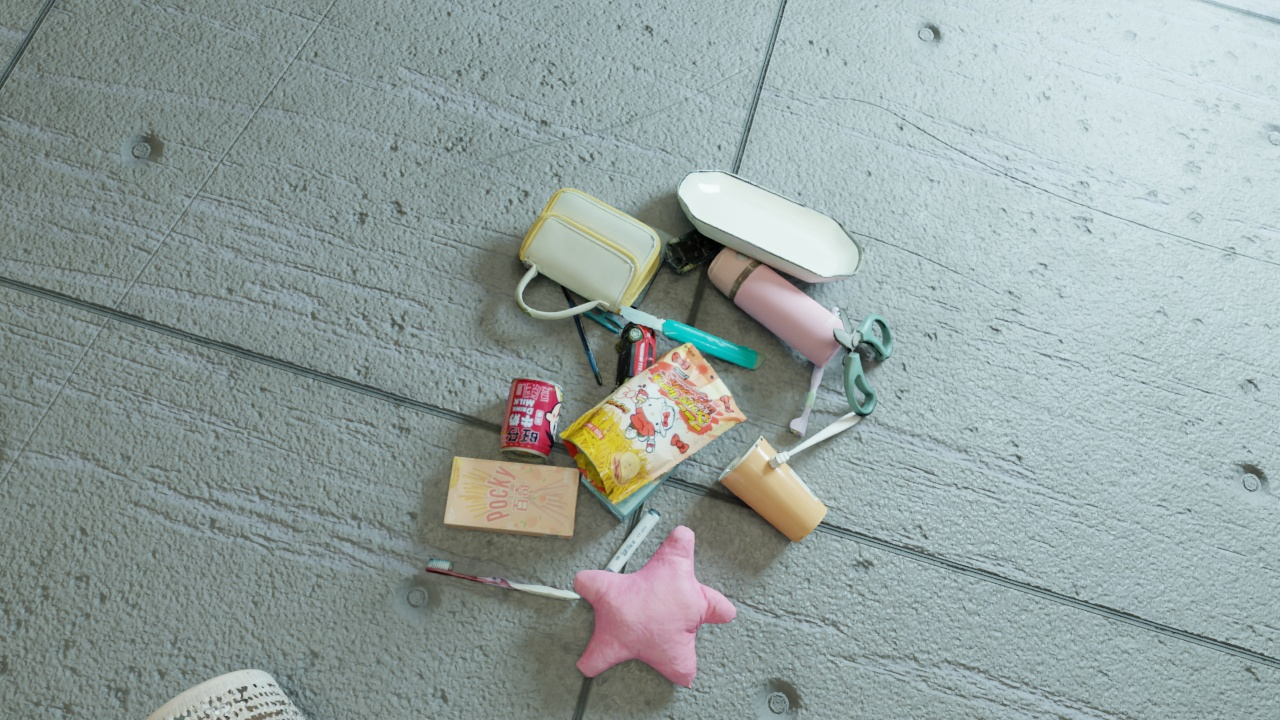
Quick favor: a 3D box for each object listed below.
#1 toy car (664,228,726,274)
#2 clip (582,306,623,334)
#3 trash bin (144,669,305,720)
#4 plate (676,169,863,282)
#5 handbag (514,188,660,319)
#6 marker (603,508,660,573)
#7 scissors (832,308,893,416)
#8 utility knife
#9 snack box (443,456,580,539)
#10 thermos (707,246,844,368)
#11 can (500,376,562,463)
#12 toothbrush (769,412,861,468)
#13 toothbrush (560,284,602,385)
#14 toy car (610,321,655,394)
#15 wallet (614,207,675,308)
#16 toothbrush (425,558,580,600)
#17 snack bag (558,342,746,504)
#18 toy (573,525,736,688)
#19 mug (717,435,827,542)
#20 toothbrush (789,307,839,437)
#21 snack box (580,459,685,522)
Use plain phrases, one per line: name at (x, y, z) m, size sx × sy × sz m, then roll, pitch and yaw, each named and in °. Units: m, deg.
toy car at (0.076, -0.152, 1.240) m, size 0.105 × 0.031 × 0.049 m, roll -27°, pitch 88°, yaw -26°
clip at (-0.048, -0.055, 1.212) m, size 0.057 × 0.015 × 0.048 m, roll 34°, pitch 70°, yaw 8°
trash bin at (-0.410, 0.436, 0.930) m, size 0.227 × 0.228 × 0.192 m, roll -33°, pitch 65°, yaw -14°
plate at (0.169, -0.176, 1.231) m, size 0.266 × 0.034 × 0.161 m, roll 24°, pitch 39°, yaw 2°
handbag at (-0.079, -0.122, 1.192) m, size 0.163 × 0.063 × 0.178 m, roll 30°, pitch 74°, yaw 9°
marker at (-0.018, 0.236, 1.117) m, size 0.022 × 0.018 × 0.130 m, roll 40°, pitch 74°, yaw -1°
scissors at (0.276, 0.005, 1.163) m, size 0.019 × 0.177 × 0.169 m, roll 8°, pitch 86°, yaw 37°
utility knife at (0.069, -0.030, 1.190) m, size 0.209 × 0.013 × 0.029 m, roll 21°, pitch 71°, yaw -15°
snack box at (-0.156, 0.168, 1.123) m, size 0.157 × 0.026 × 0.084 m, roll 6°, pitch 71°, yaw -3°
thermos at (0.184, -0.078, 1.209) m, size 0.198 × 0.067 × 0.087 m, roll 39°, pitch 44°, yaw 17°
can at (-0.136, 0.074, 1.134) m, size 0.066 × 0.067 × 0.093 m, roll 10°, pitch 71°, yaw -2°
toothbrush at (0.223, 0.096, 1.146) m, size 0.179 × 0.016 × 0.016 m, roll -22°, pitch 77°, yaw -38°
toothbrush at (-0.080, -0.053, 1.209) m, size 0.016 × 0.014 × 0.189 m, roll -13°, pitch 72°, yaw -26°
toy car at (-0.007, 0.007, 1.174) m, size 0.045 × 0.053 × 0.120 m, roll 16°, pitch 66°, yaw -17°
wallet at (-0.020, -0.138, 1.241) m, size 0.097 × 0.019 × 0.120 m, roll 27°, pitch 73°, yaw 6°
toothbrush at (-0.164, 0.263, 1.098) m, size 0.187 × 0.016 × 0.017 m, roll 11°, pitch 61°, yaw 0°
snack bag at (0.015, 0.074, 1.101) m, size 0.207 × 0.073 × 0.128 m, roll -34°, pitch 74°, yaw -21°
toy at (0.011, 0.306, 1.070) m, size 0.194 × 0.075 × 0.178 m, roll -25°, pitch 86°, yaw -9°
mug at (0.166, 0.161, 1.130) m, size 0.123 × 0.078 × 0.078 m, roll 43°, pitch 73°, yaw 4°
toothbrush at (0.233, 0.011, 1.212) m, size 0.029 × 0.021 × 0.188 m, roll 35°, pitch 66°, yaw -33°
snack box at (0.012, 0.114, 1.141) m, size 0.074 × 0.052 × 0.174 m, roll 44°, pitch 74°, yaw 10°
